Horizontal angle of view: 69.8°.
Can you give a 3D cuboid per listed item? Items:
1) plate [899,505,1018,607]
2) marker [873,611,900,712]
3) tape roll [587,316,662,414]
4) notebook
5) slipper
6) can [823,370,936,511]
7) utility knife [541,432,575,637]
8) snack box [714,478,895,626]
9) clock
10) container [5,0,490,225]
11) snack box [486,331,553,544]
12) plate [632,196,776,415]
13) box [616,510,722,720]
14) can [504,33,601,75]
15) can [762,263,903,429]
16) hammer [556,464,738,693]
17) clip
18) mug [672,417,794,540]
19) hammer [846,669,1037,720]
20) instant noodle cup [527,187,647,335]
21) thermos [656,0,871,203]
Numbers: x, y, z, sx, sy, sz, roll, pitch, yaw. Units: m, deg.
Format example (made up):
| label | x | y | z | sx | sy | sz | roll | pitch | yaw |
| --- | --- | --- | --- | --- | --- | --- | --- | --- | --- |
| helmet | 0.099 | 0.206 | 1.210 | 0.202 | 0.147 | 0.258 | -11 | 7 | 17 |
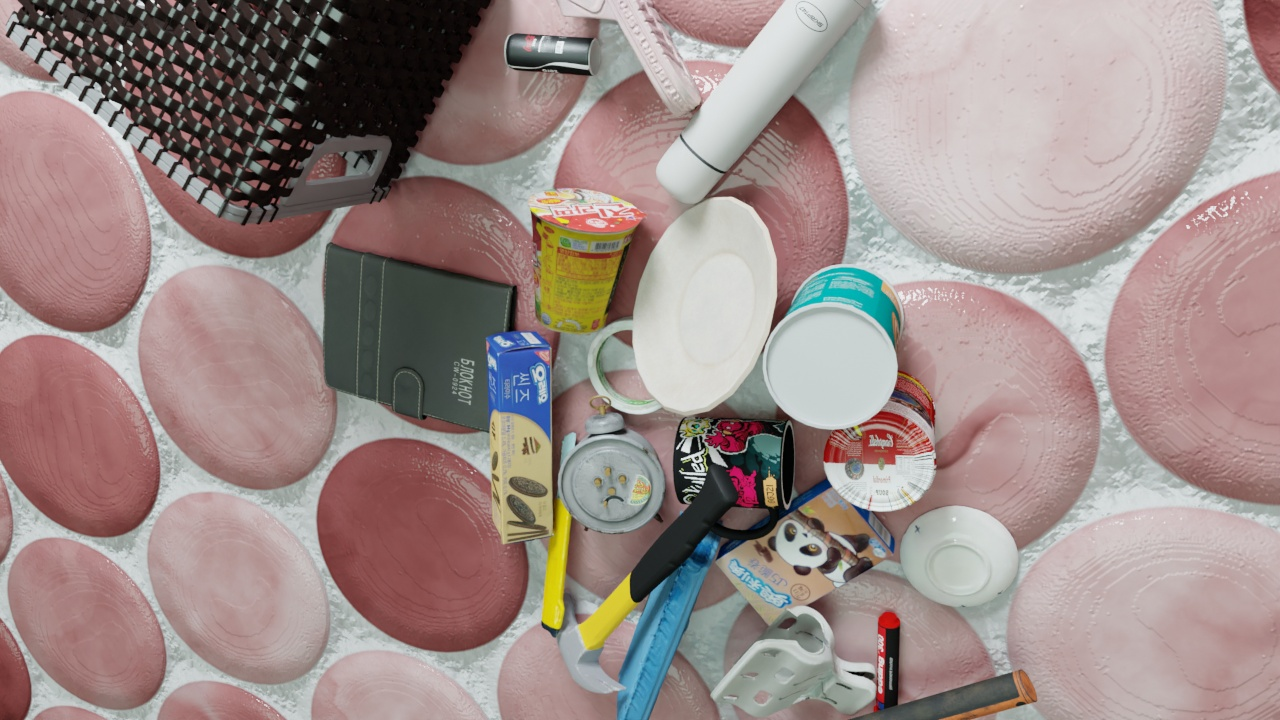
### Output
| label | x | y | z | sx | sy | sz | roll | pitch | yaw |
| --- | --- | --- | --- | --- | --- | --- | --- | --- | --- |
| plate | 0.292 | 0.186 | 0.842 | 0.104 | 0.026 | 0.104 | 6 | 110 | 16 |
| marker | 0.242 | 0.314 | 0.904 | 0.023 | 0.021 | 0.145 | 5 | 109 | 25 |
| tape roll | -0.005 | 0.005 | 0.884 | 0.094 | 0.018 | 0.094 | 6 | 109 | 17 |
| notebook | -0.233 | -0.020 | 0.947 | 0.209 | 0.029 | 0.170 | 14 | 111 | 15 |
| slipper | -0.034 | -0.300 | 0.751 | 0.064 | 0.094 | 0.239 | -29 | 100 | 19 |
| can | 0.206 | 0.065 | 0.780 | 0.087 | 0.116 | 0.087 | 6 | 109 | 16 |
| utility knife | -0.083 | 0.180 | 0.946 | 0.030 | 0.019 | 0.217 | 12 | 103 | 37 |
| snack box | 0.156 | 0.183 | 0.881 | 0.152 | 0.034 | 0.087 | -39 | 93 | 25 |
| clock | -0.029 | 0.103 | 0.896 | 0.104 | 0.056 | 0.148 | -7 | 105 | 7 |
| container | -0.297 | -0.296 | 0.759 | 0.245 | 0.246 | 0.244 | 40 | 111 | 2 |
| snack box | -0.120 | 0.077 | 0.913 | 0.057 | 0.056 | 0.207 | -6 | 110 | -20 |
| plate | 0.058 | -0.045 | 0.790 | 0.189 | 0.027 | 0.188 | -20 | 65 | 51 |
| box | 0.019 | 0.266 | 0.923 | 0.054 | 0.093 | 0.232 | 22 | 114 | 9 |
| can | -0.077 | -0.270 | 0.808 | 0.080 | 0.031 | 0.031 | 9 | 110 | 15 |
| can | 0.162 | -0.016 | 0.752 | 0.099 | 0.143 | 0.099 | 6 | 109 | 16 |
| hammer | 0.000 | 0.210 | 0.870 | 0.325 | 0.029 | 0.127 | -55 | 47 | 38 |
| clip | 0.155 | 0.292 | 0.900 | 0.152 | 0.099 | 0.127 | 7 | 137 | -19 |
| mug | 0.089 | 0.112 | 0.852 | 0.098 | 0.081 | 0.118 | 0 | 106 | 18 |
| hammer | 0.225 | 0.363 | 0.883 | 0.315 | 0.034 | 0.138 | -27 | 120 | 24 |
| instant noodle cup | -0.059 | -0.087 | 0.834 | 0.100 | 0.100 | 0.113 | 19 | 121 | 11 |
| thermos | 0.095 | -0.224 | 0.755 | 0.052 | 0.052 | 0.225 | 42 | 115 | 1 |
